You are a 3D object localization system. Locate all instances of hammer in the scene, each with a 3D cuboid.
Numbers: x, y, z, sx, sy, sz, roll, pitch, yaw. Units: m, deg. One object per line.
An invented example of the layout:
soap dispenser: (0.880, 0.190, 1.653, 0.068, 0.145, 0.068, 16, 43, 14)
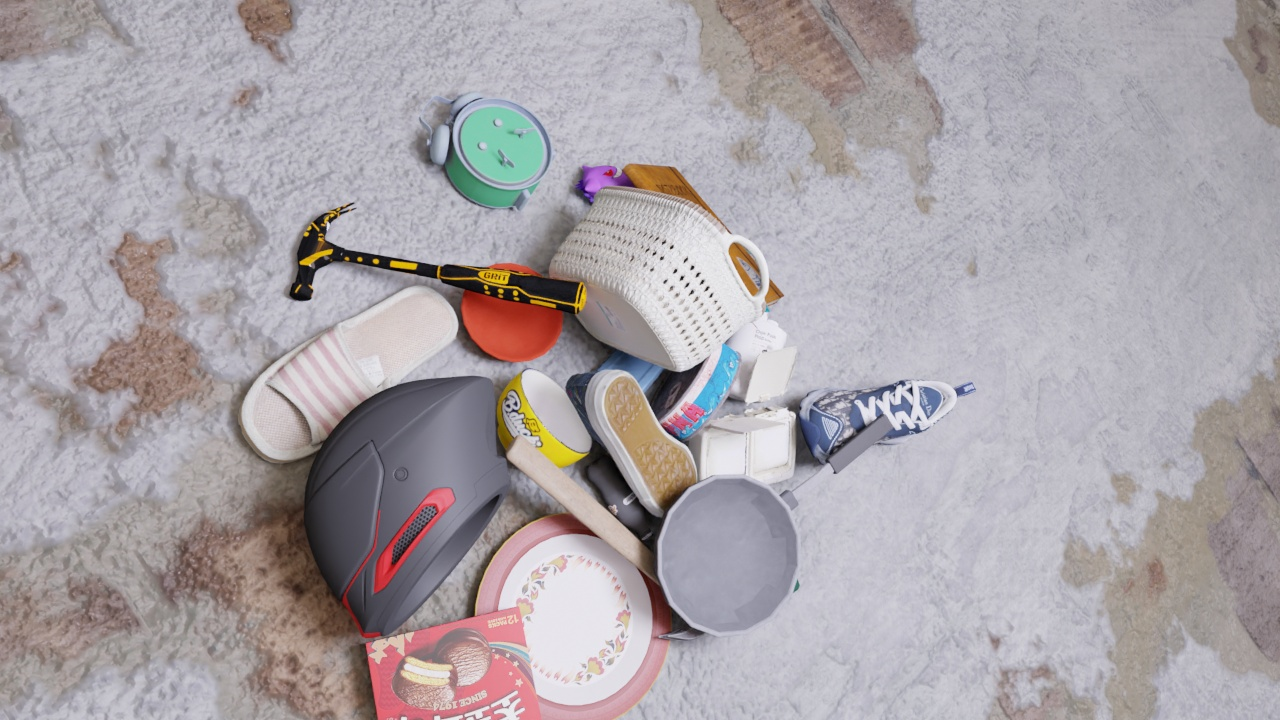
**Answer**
hammer: (-0.022, 0.192, 1.003, 0.331, 0.031, 0.119, 46, 49, -25)
hammer: (-0.216, -0.098, 1.001, 0.320, 0.036, 0.123, 10, 68, 3)

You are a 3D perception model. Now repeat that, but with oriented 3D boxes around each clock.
clock: (-0.188, -0.262, 1.107, 0.161, 0.076, 0.121, 32, 62, -12)

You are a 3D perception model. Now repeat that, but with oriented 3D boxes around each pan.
pan: (0.162, 0.168, 1.059, 0.356, 0.041, 0.178, -35, 97, -20)

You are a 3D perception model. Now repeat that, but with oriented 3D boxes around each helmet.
helmet: (-0.234, 0.120, 0.905, 0.170, 0.164, 0.264, 38, 79, 8)

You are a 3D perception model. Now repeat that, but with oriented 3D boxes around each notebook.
notebook: (0.093, -0.153, 1.174, 0.249, 0.014, 0.178, 51, 24, 7)

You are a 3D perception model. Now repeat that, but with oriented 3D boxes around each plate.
plate: (-0.073, 0.284, 1.011, 0.229, 0.021, 0.229, 8, 70, -23)

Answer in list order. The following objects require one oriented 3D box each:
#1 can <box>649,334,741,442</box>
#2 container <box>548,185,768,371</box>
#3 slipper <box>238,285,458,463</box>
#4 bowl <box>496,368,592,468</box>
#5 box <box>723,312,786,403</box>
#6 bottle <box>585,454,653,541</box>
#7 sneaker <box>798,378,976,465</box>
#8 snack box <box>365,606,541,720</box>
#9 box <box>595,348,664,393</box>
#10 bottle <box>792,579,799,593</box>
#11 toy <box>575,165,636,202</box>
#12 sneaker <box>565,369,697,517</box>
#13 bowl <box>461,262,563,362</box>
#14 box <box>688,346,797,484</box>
can: (0.064, 0.032, 1.097, 0.044, 0.130, 0.129, 34, 62, -12)
container: (0.012, -0.093, 1.052, 0.142, 0.246, 0.184, -46, 126, -16)
slipper: (-0.301, 0.008, 0.977, 0.115, 0.052, 0.262, 50, 59, -2)
bowl: (-0.116, 0.074, 1.023, 0.117, 0.068, 0.117, 46, 17, -19)
box: (0.138, -0.025, 1.189, 0.084, 0.112, 0.162, 24, 78, -13)
bottle: (-0.022, 0.162, 1.067, 0.036, 0.036, 0.110, -35, 90, -30)
sneaker: (0.319, 0.064, 1.181, 0.268, 0.133, 0.103, -7, 76, -42)
snack box: (-0.184, 0.330, 0.916, 0.152, 0.036, 0.132, -10, 78, -16)
box: (-0.008, 0.008, 1.138, 0.066, 0.049, 0.209, 35, 58, 10)
bottle: (0.133, 0.225, 1.103, 0.061, 0.061, 0.131, -21, 85, -29)
toy: (-0.037, -0.220, 1.177, 0.088, 0.056, 0.106, 22, 30, -20)
sneaker: (-0.013, 0.098, 1.039, 0.087, 0.079, 0.235, -57, 134, -27)
bowl: (-0.154, -0.052, 1.076, 0.122, 0.035, 0.121, 8, 70, -23)
box: (0.139, 0.090, 1.099, 0.145, 0.186, 0.095, -12, 41, -26)
